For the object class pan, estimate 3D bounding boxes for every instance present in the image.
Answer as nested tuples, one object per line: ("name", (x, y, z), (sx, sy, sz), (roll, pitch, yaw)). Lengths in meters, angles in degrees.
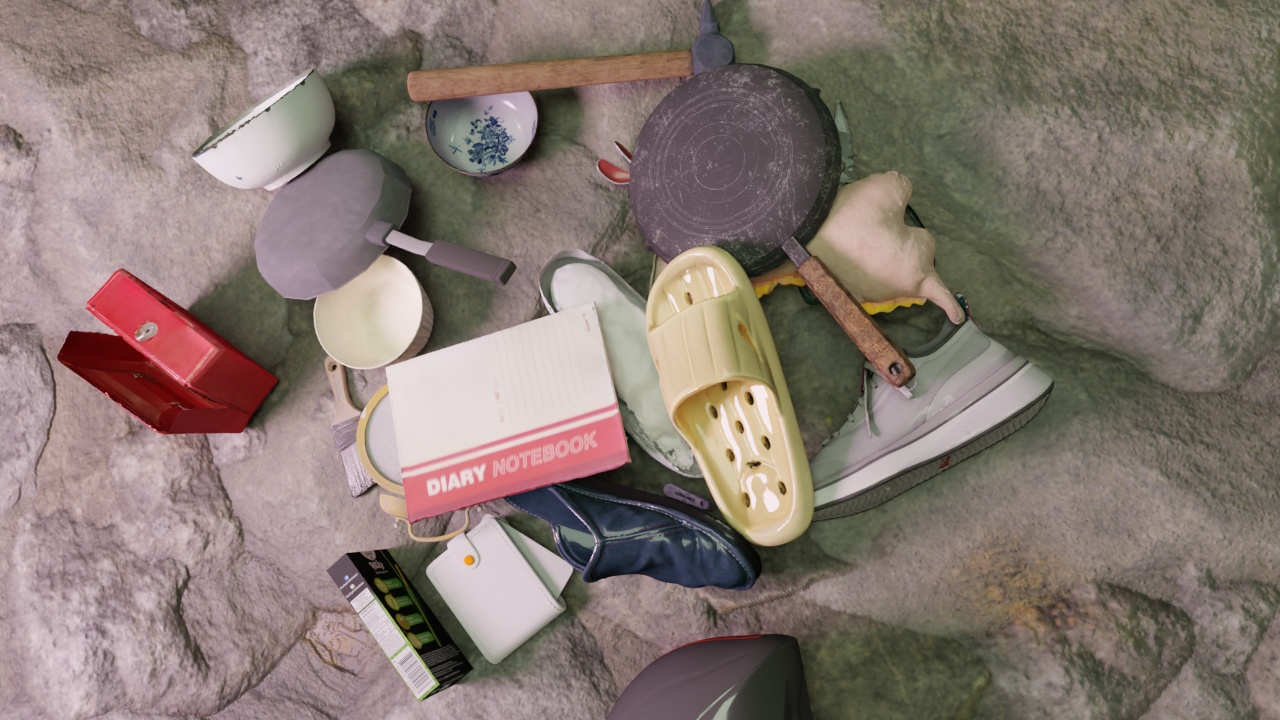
("pan", (0.119, -0.114, 0.796), (0.208, 0.040, 0.357), (-42, 68, 16))
("pan", (-0.248, -0.122, 0.867), (0.358, 0.041, 0.178), (19, 69, 36))

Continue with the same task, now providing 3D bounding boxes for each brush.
("brush", (-0.298, 0.064, 0.939), (0.039, 0.012, 0.151), (-22, 77, 8))

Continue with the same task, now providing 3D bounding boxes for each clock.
("clock", (-0.198, 0.094, 0.877), (0.117, 0.081, 0.158), (-11, 71, 0))

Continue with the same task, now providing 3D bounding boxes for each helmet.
("helmet", (0.049, 0.331, 0.749), (0.170, 0.164, 0.265), (37, 100, 26))

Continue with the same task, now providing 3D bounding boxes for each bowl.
("bowl", (-0.157, -0.232, 0.932), (0.114, 0.045, 0.114), (0, 76, -1))
("bowl", (-0.260, -0.044, 0.921), (0.115, 0.062, 0.115), (-2, 81, 11))
("bowl", (-0.376, -0.229, 0.947), (0.153, 0.153, 0.073), (-33, 119, 5))

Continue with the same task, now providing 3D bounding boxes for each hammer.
("hammer", (-0.068, -0.284, 0.903), (0.322, 0.040, 0.129), (-5, 77, 0))

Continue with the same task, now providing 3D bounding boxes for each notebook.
("notebook", (-0.122, 0.047, 0.817), (0.209, 0.012, 0.153), (-17, 72, 10))

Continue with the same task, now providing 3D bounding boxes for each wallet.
("wallet", (-0.127, 0.204, 0.870), (0.115, 0.037, 0.118), (-39, 80, 4))

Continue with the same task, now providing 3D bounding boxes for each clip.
("clip", (0.046, 0.127, 0.849), (0.052, 0.042, 0.014), (21, 88, 0))

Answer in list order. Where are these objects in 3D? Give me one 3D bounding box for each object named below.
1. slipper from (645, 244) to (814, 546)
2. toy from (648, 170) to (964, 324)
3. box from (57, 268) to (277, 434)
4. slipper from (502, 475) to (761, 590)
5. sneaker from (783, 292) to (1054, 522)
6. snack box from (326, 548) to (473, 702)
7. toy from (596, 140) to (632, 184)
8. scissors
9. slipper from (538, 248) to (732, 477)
("slipper", (0.062, 0.032, 0.761), (0.112, 0.079, 0.261), (-25, 80, 33))
("toy", (0.136, -0.070, 0.832), (0.265, 0.065, 0.196), (-26, 70, 15))
("box", (-0.467, -0.005, 0.926), (0.157, 0.134, 0.112), (30, 90, 14))
("slipper", (-0.028, 0.163, 0.809), (0.266, 0.109, 0.083), (17, 52, 19))
("sneaker", (0.212, 0.048, 0.801), (0.263, 0.097, 0.128), (-32, 65, 7))
("snack box", (-0.224, 0.244, 0.861), (0.025, 0.080, 0.147), (-42, 76, 3))
("toy", (0.014, -0.177, 0.901), (0.112, 0.030, 0.049), (27, 59, 12))
("scissors", (0.214, -0.156, 0.864), (0.142, 0.015, 0.209), (0, 83, 15))
("slipper", (-0.005, 0.005, 0.854), (0.112, 0.074, 0.247), (-41, 81, 13))
